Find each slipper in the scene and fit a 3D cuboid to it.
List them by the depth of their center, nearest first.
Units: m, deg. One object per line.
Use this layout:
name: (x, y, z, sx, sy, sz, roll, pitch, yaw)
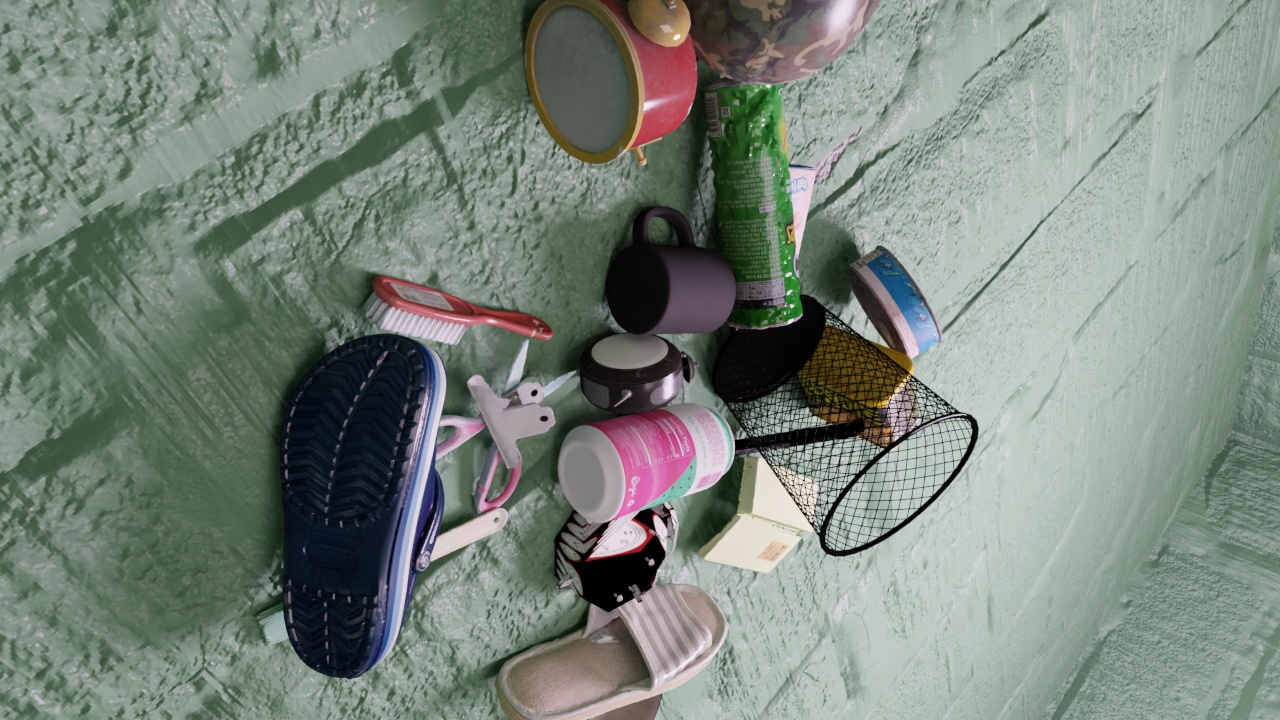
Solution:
slipper: (-0.196, 0.100, 0.663, 0.095, 0.105, 0.253, -12, 115, -71)
slipper: (-0.020, 0.292, 0.929, 0.271, 0.114, 0.054, -15, 140, -38)

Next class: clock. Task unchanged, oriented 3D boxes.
clock: (-0.012, -0.224, 0.658, 0.081, 0.117, 0.159, -30, 149, -37)
clock: (-0.005, 0.005, 0.807, 0.122, 0.091, 0.044, -29, 128, -38)
clock: (-0.009, 0.191, 0.915, 0.154, 0.065, 0.115, 11, 101, -47)

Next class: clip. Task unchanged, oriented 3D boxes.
clip: (-0.099, 0.041, 0.739, 0.054, 0.040, 0.102, -20, 133, -5)

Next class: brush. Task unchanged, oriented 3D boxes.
brush: (-0.135, -0.029, 0.702, 0.172, 0.041, 0.030, 12, 118, -50)
brush: (-0.200, 0.168, 0.743, 0.217, 0.012, 0.033, -22, 125, -34)

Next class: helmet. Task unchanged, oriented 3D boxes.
helmet: (0.105, -0.329, 0.659, 0.225, 0.192, 0.236, 112, -13, -72)

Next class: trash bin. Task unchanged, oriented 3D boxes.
trash bin: (0.189, 0.053, 0.911, 0.183, 0.210, 0.184, -23, 141, -20)

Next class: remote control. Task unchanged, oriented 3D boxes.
remote control: (0.173, 0.087, 1.018, 0.150, 0.013, 0.034, -8, 164, -7)

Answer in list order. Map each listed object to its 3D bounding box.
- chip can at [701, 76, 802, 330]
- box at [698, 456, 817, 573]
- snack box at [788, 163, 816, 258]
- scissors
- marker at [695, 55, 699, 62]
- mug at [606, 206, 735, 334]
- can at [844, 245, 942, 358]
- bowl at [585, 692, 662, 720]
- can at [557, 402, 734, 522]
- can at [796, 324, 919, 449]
chip can: (0.101, -0.144, 0.828, 0.075, 0.075, 0.223, -22, 114, -37)
box: (0.150, 0.190, 1.087, 0.187, 0.048, 0.140, 30, 89, -55)
snack box: (0.123, -0.120, 0.918, 0.087, 0.033, 0.154, -7, 115, -43)
scissors: (-0.131, 0.057, 0.744, 0.167, 0.014, 0.171, -1, 122, -40)
marker: (0.063, -0.296, 0.779, 0.023, 0.021, 0.145, 37, 81, -23)
mug: (0.025, -0.080, 0.816, 0.087, 0.078, 0.113, -3, 85, -45)
can: (0.284, -0.064, 1.036, 0.044, 0.130, 0.130, -32, 136, 5)
bowl: (-0.038, 0.364, 0.977, 0.115, 0.059, 0.116, -22, 124, -37)
can: (0.007, 0.092, 0.865, 0.165, 0.088, 0.088, -10, 116, -43)
can: (0.247, 0.032, 1.051, 0.072, 0.131, 0.101, -48, 139, -18)
